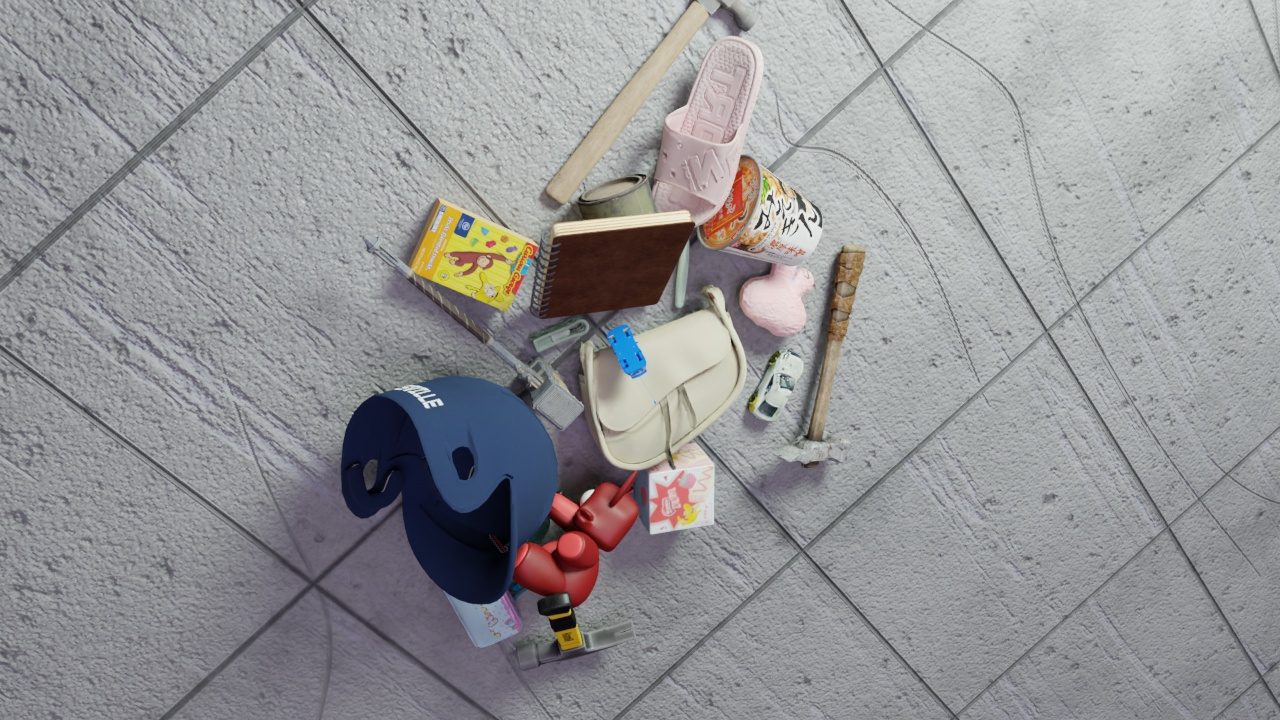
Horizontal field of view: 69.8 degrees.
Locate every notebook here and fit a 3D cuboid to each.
[{"bbox_3d":[-0.041,-0.108,1.075,0.167,0.226,0.024,-8,72,-13],"label":"notebook"}]

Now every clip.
[{"bbox_3d":[-0.103,-0.035,1.169,0.076,0.044,0.023,-24,115,-9],"label":"clip"}]

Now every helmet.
[{"bbox_3d":[-0.205,0.153,1.093,0.222,0.233,0.272,-2,83,-46],"label":"helmet"}]

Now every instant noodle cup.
[{"bbox_3d":[0.156,-0.178,1.154,0.121,0.123,0.124,18,103,-31],"label":"instant noodle cup"}]

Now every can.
[{"bbox_3d":[-0.023,-0.176,1.109,0.090,0.090,0.075,-24,113,-8],"label":"can"}]

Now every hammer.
[{"bbox_3d":[0.263,-0.002,1.274,0.121,0.049,0.319,1,104,-37],"label":"hammer"},{"bbox_3d":[-0.002,-0.326,1.104,0.119,0.030,0.331,36,98,-24],"label":"hammer"},{"bbox_3d":[-0.200,-0.039,1.086,0.044,0.098,0.322,-46,119,2],"label":"hammer"},{"bbox_3d":[-0.092,0.346,1.190,0.170,0.034,0.325,-12,154,-6],"label":"hammer"}]

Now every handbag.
[{"bbox_3d":[0.033,0.030,1.177,0.229,0.132,0.184,-24,105,-5],"label":"handbag"}]

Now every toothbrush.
[{"bbox_3d":[0.056,-0.142,1.186,0.022,0.015,0.155,-14,116,-43],"label":"toothbrush"}]

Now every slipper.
[{"bbox_3d":[0.074,-0.264,1.088,0.094,0.064,0.240,28,111,18],"label":"slipper"}]

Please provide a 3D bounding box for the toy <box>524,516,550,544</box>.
[{"bbox_3d":[-0.165,0.210,1.233,0.085,0.033,0.105,-47,121,6],"label":"toy"}]

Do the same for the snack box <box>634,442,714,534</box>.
[{"bbox_3d":[0.045,0.175,1.258,0.094,0.079,0.093,-6,110,-14],"label":"snack box"}]

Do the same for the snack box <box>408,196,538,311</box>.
[{"bbox_3d":[-0.201,-0.126,1.100,0.125,0.040,0.088,23,101,-22],"label":"snack box"}]

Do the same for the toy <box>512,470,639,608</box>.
[{"bbox_3d":[-0.078,0.224,1.191,0.120,0.158,0.197,39,76,11],"label":"toy"}]

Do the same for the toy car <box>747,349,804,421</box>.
[{"bbox_3d":[0.191,0.037,1.280,0.048,0.033,0.105,22,100,-21],"label":"toy car"}]

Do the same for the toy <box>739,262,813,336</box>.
[{"bbox_3d":[0.187,-0.088,1.227,0.108,0.053,0.105,35,85,-24],"label":"toy"}]

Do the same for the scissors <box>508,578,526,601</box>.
[{"bbox_3d":[-0.183,0.313,1.273,0.136,0.019,0.138,-6,111,-12],"label":"scissors"}]

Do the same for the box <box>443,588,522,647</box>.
[{"bbox_3d":[-0.231,0.288,1.228,0.076,0.033,0.214,-25,109,-2],"label":"box"}]

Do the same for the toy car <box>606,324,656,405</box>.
[{"bbox_3d":[-0.007,0.006,1.146,0.033,0.092,0.062,-27,140,0],"label":"toy car"}]
